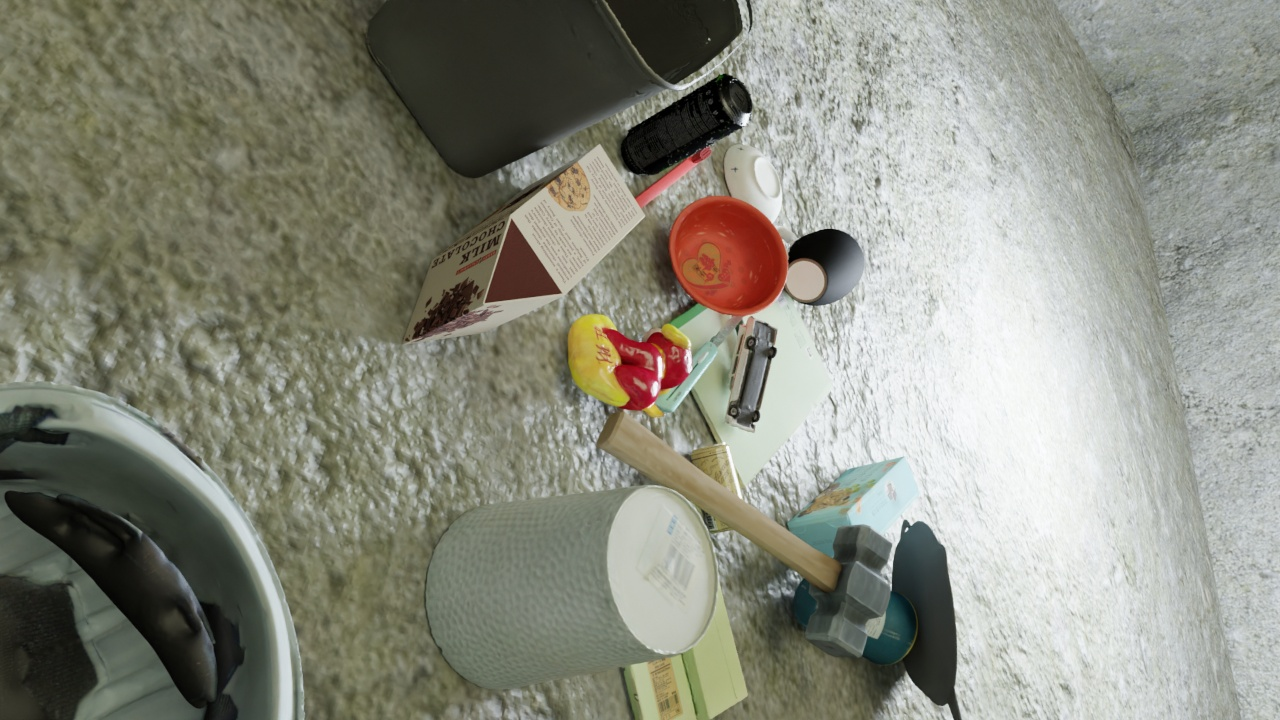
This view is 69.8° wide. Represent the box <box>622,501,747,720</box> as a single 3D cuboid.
[{"bbox_3d":[0.025,0.216,0.781,0.137,0.024,0.187,-4,77,-47],"label":"box"}]

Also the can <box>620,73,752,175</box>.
[{"bbox_3d":[0.044,-0.226,0.891,0.054,0.138,0.053,22,59,-42],"label":"can"}]

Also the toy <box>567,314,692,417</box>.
[{"bbox_3d":[-0.005,0.005,0.800,0.137,0.067,0.105,-2,60,-47],"label":"toy"}]

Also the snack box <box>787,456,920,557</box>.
[{"bbox_3d":[0.236,0.161,1.002,0.174,0.075,0.053,-26,95,-50],"label":"snack box"}]

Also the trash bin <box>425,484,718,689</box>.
[{"bbox_3d":[-0.042,0.149,0.618,0.133,0.162,0.133,22,59,-42],"label":"trash bin"}]

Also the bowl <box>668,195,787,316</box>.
[{"bbox_3d":[0.083,-0.100,0.936,0.130,0.045,0.130,6,71,-18],"label":"bowl"}]

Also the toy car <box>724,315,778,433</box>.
[{"bbox_3d":[0.108,0.015,0.929,0.039,0.039,0.113,21,78,-33],"label":"toy car"}]

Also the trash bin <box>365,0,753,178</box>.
[{"bbox_3d":[-0.072,-0.267,0.710,0.197,0.221,0.196,56,41,-16],"label":"trash bin"}]

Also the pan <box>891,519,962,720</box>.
[{"bbox_3d":[0.304,0.314,0.953,0.353,0.024,0.217,-92,179,-49],"label":"pan"}]

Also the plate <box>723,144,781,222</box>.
[{"bbox_3d":[0.140,-0.211,1.085,0.104,0.026,0.104,22,58,-42],"label":"plate"}]

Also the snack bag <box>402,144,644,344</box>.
[{"bbox_3d":[-0.093,-0.080,0.708,0.070,0.095,0.205,56,41,-16],"label":"snack bag"}]

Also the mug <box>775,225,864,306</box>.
[{"bbox_3d":[0.193,-0.114,1.066,0.119,0.085,0.100,39,32,12],"label":"mug"}]

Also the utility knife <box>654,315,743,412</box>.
[{"bbox_3d":[0.064,-0.005,0.899,0.022,0.016,0.176,34,51,10],"label":"utility knife"}]

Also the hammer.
[{"bbox_3d":[0.096,0.144,0.817,0.322,0.051,0.117,36,62,-20],"label":"hammer"}]

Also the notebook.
[{"bbox_3d":[0.125,0.001,0.993,0.251,0.010,0.182,-37,103,-50],"label":"notebook"}]

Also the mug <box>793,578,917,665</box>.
[{"bbox_3d":[0.218,0.261,0.944,0.121,0.078,0.078,28,55,-34],"label":"mug"}]

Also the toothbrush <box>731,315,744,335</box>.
[{"bbox_3d":[0.101,-0.061,0.970,0.016,0.017,0.189,-5,76,-49],"label":"toothbrush"}]

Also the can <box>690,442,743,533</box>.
[{"bbox_3d":[0.074,0.119,0.862,0.038,0.038,0.079,-5,79,-50],"label":"can"}]

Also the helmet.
[{"bbox_3d":[-0.281,0.141,0.348,0.263,0.164,0.236,-33,96,-43],"label":"helmet"}]

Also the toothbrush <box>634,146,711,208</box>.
[{"bbox_3d":[0.025,-0.183,0.947,0.012,0.018,0.211,59,41,-13],"label":"toothbrush"}]
